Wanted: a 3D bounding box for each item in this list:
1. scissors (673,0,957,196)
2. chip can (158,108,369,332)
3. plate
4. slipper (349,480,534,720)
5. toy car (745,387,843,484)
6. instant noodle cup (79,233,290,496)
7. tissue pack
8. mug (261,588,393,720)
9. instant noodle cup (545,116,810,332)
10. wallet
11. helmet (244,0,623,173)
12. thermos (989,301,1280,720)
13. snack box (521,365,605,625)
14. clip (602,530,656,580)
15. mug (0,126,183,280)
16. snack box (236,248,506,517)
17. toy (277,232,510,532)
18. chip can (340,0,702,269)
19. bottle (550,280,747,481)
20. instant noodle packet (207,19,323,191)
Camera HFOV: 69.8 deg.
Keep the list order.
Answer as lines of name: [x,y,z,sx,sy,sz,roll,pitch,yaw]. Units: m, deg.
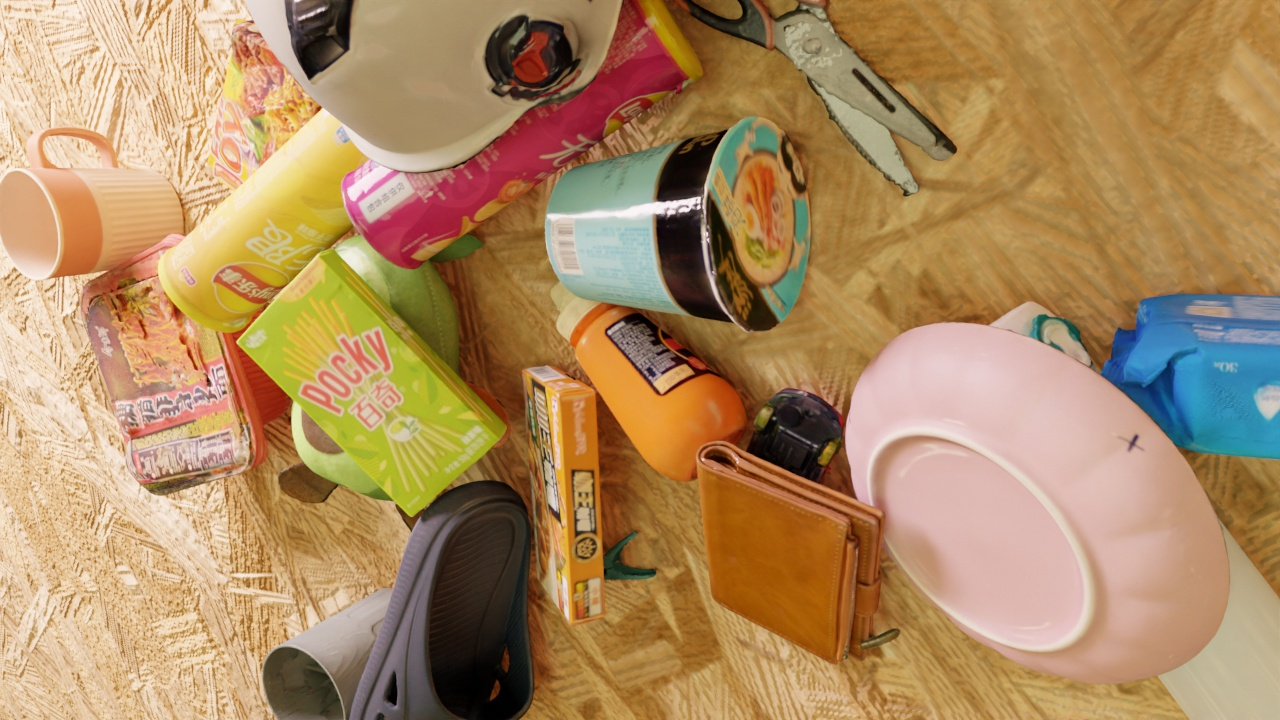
scissors: [0.087,-0.188,0.481,0.202,0.015,0.206,12,107,25]
chip can: [-0.225,-0.107,0.612,0.214,0.072,0.072,-37,84,17]
plate: [0.166,0.075,0.433,0.192,0.039,0.193,42,149,32]
slipper: [-0.126,0.213,0.633,0.083,0.110,0.268,35,117,40]
toy car: [0.084,0.062,0.534,0.049,0.031,0.106,27,125,16]
instant noodle cup: [-0.359,0.004,0.736,0.165,0.078,0.189,-15,95,30]
tissue pack: [0.278,0.008,0.381,0.157,0.094,0.052,5,110,28]
mug: [-0.225,0.249,0.710,0.084,0.103,0.124,27,115,20]
instant noodle cup: [0.016,-0.072,0.505,0.121,0.111,0.111,4,104,37]
wallet: [0.086,0.114,0.513,0.119,0.035,0.131,19,138,27]
helmet: [-0.105,-0.240,0.439,0.274,0.156,0.230,-46,59,10]
thermos: [0.233,0.074,0.436,0.073,0.073,0.224,-38,83,30]
snack box: [-0.050,0.085,0.594,0.075,0.026,0.154,-153,58,-64]
clip: [-0.017,0.137,0.621,0.054,0.013,0.033,-24,89,29]
mug: [-0.439,-0.127,0.730,0.082,0.105,0.114,-5,100,29]
snack box: [-0.167,0.016,0.574,0.086,0.026,0.156,-40,98,17]
toy: [-0.184,0.020,0.639,0.227,0.089,0.247,18,114,17]
chip can: [-0.071,-0.134,0.525,0.211,0.071,0.071,-30,87,19]
bottle: [-0.003,0.003,0.556,0.149,0.066,0.067,47,119,19]
instant noodle packet: [-0.265,-0.169,0.663,0.111,0.044,0.129,34,116,21]
